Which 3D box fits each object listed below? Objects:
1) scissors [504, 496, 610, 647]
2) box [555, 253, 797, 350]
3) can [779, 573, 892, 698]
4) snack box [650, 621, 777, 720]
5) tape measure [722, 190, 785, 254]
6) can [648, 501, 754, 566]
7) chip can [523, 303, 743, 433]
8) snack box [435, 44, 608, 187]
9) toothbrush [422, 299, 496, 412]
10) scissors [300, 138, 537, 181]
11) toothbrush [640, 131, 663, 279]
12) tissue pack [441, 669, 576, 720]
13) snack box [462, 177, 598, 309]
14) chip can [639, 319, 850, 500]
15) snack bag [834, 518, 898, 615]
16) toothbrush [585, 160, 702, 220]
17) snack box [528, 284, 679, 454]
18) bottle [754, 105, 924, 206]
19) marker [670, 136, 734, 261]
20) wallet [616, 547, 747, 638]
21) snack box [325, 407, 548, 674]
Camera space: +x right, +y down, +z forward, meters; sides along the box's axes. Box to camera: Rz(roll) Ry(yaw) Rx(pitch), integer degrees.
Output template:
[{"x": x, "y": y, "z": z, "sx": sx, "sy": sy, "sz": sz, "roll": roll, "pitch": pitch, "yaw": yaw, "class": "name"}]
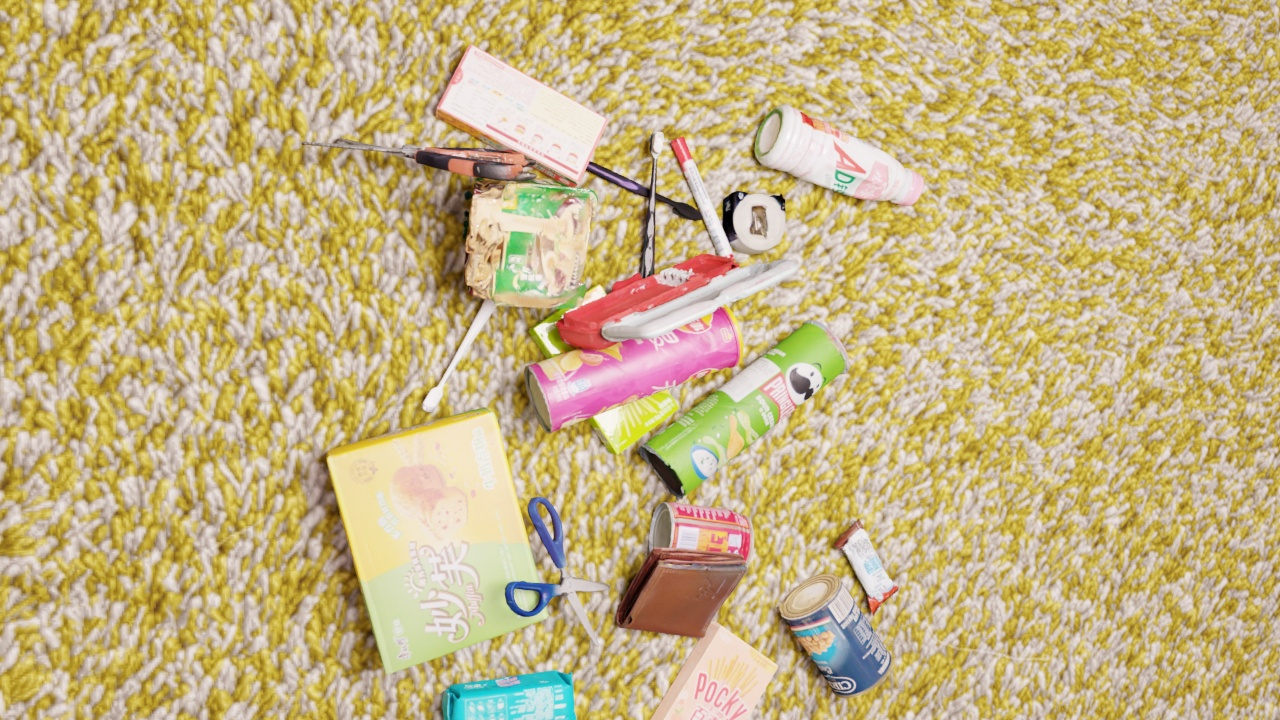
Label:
[{"x": -0.077, "y": 0.207, "z": 0.877, "sx": 0.162, "sy": 0.012, "sz": 0.174, "roll": -16, "pitch": 94, "yaw": -63, "class": "scissors"}, {"x": 0.036, "y": -0.058, "z": 0.883, "sx": 0.200, "sy": 0.158, "sz": 0.039, "roll": -26, "pitch": 114, "yaw": -33, "class": "box"}, {"x": 0.210, "y": 0.294, "z": 0.988, "sx": 0.075, "sy": 0.075, "sz": 0.111, "roll": -36, "pitch": 98, "yaw": -16, "class": "can"}, {"x": 0.069, "y": 0.364, "z": 0.964, "sx": 0.084, "sy": 0.026, "sz": 0.157, "roll": 37, "pitch": 78, "yaw": -13, "class": "snack box"}, {"x": 0.124, "y": -0.150, "z": 1.000, "sx": 0.065, "sy": 0.034, "sz": 0.066, "roll": 0, "pitch": 87, "yaw": -17, "class": "tape measure"}, {"x": 0.063, "y": 0.184, "z": 0.948, "sx": 0.093, "sy": 0.067, "sz": 0.066, "roll": 10, "pitch": 85, "yaw": -18, "class": "can"}, {"x": -0.005, "y": 0.005, "z": 0.902, "sx": 0.210, "sy": 0.071, "sz": 0.071, "roll": -20, "pitch": 94, "yaw": -19, "class": "chip can"}, {"x": -0.118, "y": -0.244, "z": 0.923, "sx": 0.155, "sy": 0.027, "sz": 0.077, "roll": 26, "pitch": 80, "yaw": -12, "class": "snack box"}, {"x": -0.167, "y": -0.027, "z": 0.910, "sx": 0.016, "sy": 0.016, "sz": 0.180, "roll": 33, "pitch": 76, "yaw": -17, "class": "toothbrush"}, {"x": -0.189, "y": -0.186, "z": 0.836, "sx": 0.225, "sy": 0.189, "sz": 0.015, "roll": -3, "pitch": 110, "yaw": -29, "class": "scissors"}, {"x": 0.012, "y": -0.149, "z": 0.961, "sx": 0.015, "sy": 0.018, "sz": 0.181, "roll": 3, "pitch": 96, "yaw": -13, "class": "toothbrush"}, {"x": -0.122, "y": 0.356, "z": 0.888, "sx": 0.133, "sy": 0.050, "sz": 0.093, "roll": -1, "pitch": 86, "yaw": -19, "class": "tissue pack"}, {"x": -0.112, "y": -0.125, "z": 0.872, "sx": 0.117, "sy": 0.105, "sz": 0.118, "roll": 2, "pitch": 117, "yaw": -18, "class": "snack box"}, {"x": 0.111, "y": 0.049, "z": 0.968, "sx": 0.235, "sy": 0.072, "sz": 0.072, "roll": -35, "pitch": 99, "yaw": -16, "class": "chip can"}, {"x": 0.255, "y": 0.232, "z": 1.030, "sx": 0.048, "sy": 0.026, "sz": 0.104, "roll": -36, "pitch": 98, "yaw": -23, "class": "snack bag"}, {"x": -0.019, "y": -0.188, "z": 0.967, "sx": 0.189, "sy": 0.017, "sz": 0.014, "roll": 23, "pitch": 78, "yaw": -13, "class": "toothbrush"}, {"x": -0.037, "y": 0.010, "z": 0.944, "sx": 0.085, "sy": 0.026, "sz": 0.156, "roll": -35, "pitch": 98, "yaw": -17, "class": "snack box"}, {"x": 0.225, "y": -0.220, "z": 1.022, "sx": 0.196, "sy": 0.068, "sz": 0.068, "roll": 16, "pitch": 83, "yaw": -21, "class": "bottle"}, {"x": 0.068, "y": -0.172, "z": 0.991, "sx": 0.017, "sy": 0.017, "sz": 0.145, "roll": -26, "pitch": 96, "yaw": -18, "class": "marker"}, {"x": 0.041, "y": 0.236, "z": 0.924, "sx": 0.101, "sy": 0.032, "sz": 0.125, "roll": 9, "pitch": 129, "yaw": -20, "class": "wallet"}, {"x": -0.191, "y": 0.165, "z": 0.863, "sx": 0.157, "sy": 0.070, "sz": 0.210, "roll": -15, "pitch": 92, "yaw": -19, "class": "snack box"}]
